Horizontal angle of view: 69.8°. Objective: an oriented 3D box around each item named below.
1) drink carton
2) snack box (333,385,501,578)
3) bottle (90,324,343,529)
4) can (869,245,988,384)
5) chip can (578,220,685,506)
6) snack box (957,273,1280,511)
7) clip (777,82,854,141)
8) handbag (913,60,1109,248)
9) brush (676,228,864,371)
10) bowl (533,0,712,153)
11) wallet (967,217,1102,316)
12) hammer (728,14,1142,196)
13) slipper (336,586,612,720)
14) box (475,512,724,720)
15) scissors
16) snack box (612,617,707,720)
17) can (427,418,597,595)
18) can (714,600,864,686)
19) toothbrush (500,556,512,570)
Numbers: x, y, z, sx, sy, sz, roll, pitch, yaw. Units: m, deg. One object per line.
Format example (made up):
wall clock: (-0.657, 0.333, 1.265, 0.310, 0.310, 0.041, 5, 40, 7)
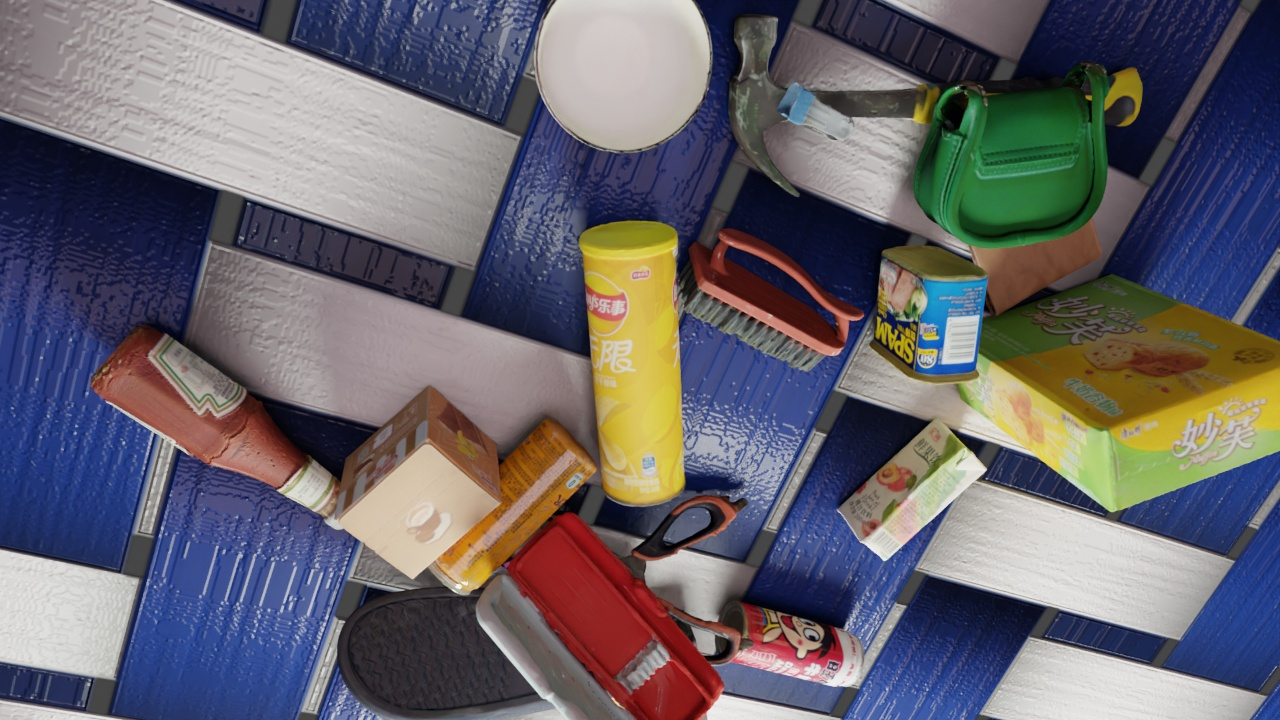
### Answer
drink carton: (0.239, 0.114, 0.807, 0.122, 0.053, 0.045, -45, 118, 9)
snack box: (-0.166, 0.090, 0.694, 0.093, 0.094, 0.077, -40, 115, 7)
bottle: (-0.295, 0.057, 0.676, 0.060, 0.059, 0.206, -44, 114, 9)
can: (0.223, -0.038, 0.714, 0.057, 0.102, 0.083, -4, 111, -10)
chip can: (-0.004, 0.004, 0.703, 0.072, 0.072, 0.214, -7, 115, -9)
snack box: (0.360, 0.014, 0.703, 0.157, 0.210, 0.070, -19, 114, -4)
clip: (0.126, -0.172, 0.647, 0.058, 0.043, 0.027, 20, 105, -23)
handbag: (0.267, -0.147, 0.656, 0.131, 0.068, 0.120, -10, 126, -9)
brush: (0.103, -0.045, 0.707, 0.145, 0.063, 0.069, 27, 118, -21)
bowl: (-0.015, -0.203, 0.615, 0.116, 0.066, 0.116, -4, 112, -10)
wallet: (0.315, -0.105, 0.743, 0.101, 0.020, 0.115, -29, 118, 2)
hammer: (0.223, -0.190, 0.687, 0.323, 0.032, 0.126, -3, 113, -10)
slipper: (-0.114, 0.254, 0.766, 0.267, 0.110, 0.084, 3, 140, -21)
box: (-0.034, 0.230, 0.712, 0.201, 0.154, 0.074, 49, 129, -2)
scissors: (0.004, 0.186, 0.778, 0.225, 0.015, 0.189, -23, 90, -12)
snack box: (0.000, 0.307, 0.849, 0.113, 0.053, 0.126, -12, 109, -6)
can: (-0.103, 0.115, 0.726, 0.146, 0.058, 0.058, -45, 114, -1)
can: (0.139, 0.264, 0.851, 0.132, 0.053, 0.053, 19, 108, -18)
toothbrush: (-0.104, 0.182, 0.789, 0.189, 0.017, 0.014, 38, 111, -24)
